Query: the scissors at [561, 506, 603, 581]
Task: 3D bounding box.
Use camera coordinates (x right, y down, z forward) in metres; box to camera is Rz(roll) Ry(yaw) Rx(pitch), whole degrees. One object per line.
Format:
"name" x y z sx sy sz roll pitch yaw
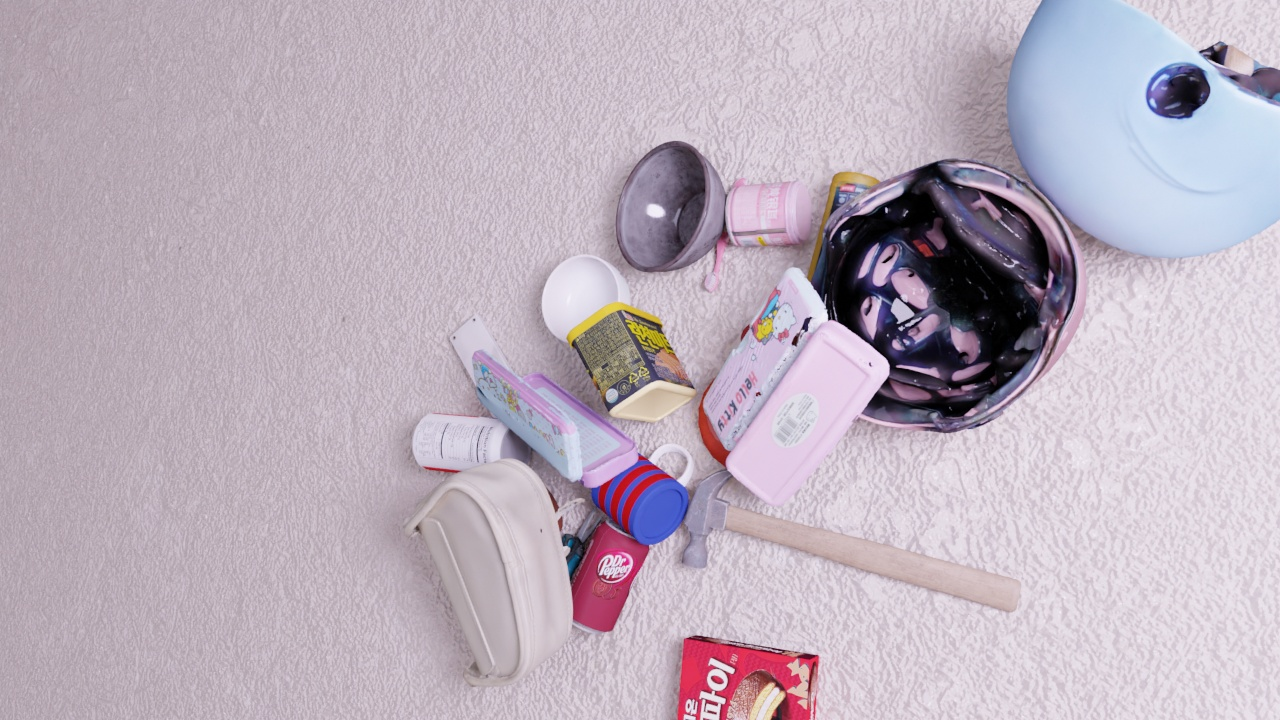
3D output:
"scissors" -0.092 0.237 1.041 0.151 0.019 0.120 -33 42 34

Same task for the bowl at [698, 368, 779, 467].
"bowl" 0.112 0.058 0.973 0.122 0.035 0.122 -5 79 25

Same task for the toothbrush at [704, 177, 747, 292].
"toothbrush" 0.095 -0.142 1.026 0.022 0.016 0.135 16 89 28

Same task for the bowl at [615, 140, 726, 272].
"bowl" 0.044 -0.161 1.013 0.145 0.067 0.144 -14 71 46

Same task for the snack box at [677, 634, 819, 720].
"snack box" 0.105 0.366 0.923 0.133 0.035 0.152 1 82 26

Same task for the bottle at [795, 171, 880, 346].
"bottle" 0.201 -0.098 0.945 0.053 0.053 0.186 14 88 27

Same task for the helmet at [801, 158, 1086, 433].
"helmet" 0.278 -0.057 0.843 0.256 0.152 0.230 -48 68 31

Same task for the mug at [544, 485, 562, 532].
"mug" -0.165 0.179 1.044 0.110 0.123 0.096 -40 30 10

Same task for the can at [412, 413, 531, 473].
"can" -0.203 0.102 1.100 0.132 0.070 0.070 3 82 26

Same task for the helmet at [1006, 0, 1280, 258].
"helmet" 0.410 -0.189 0.760 0.265 0.225 0.167 41 107 0

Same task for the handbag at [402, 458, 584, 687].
"handbag" -0.146 0.221 0.976 0.185 0.131 0.229 -21 90 38

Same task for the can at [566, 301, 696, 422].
"can" -0.006 0.006 0.988 0.073 0.130 0.101 -34 71 17

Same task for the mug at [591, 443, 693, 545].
"mug" 0.013 0.135 0.986 0.111 0.075 0.076 -39 43 -19

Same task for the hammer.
"hammer" 0.198 0.187 0.906 0.332 0.030 0.119 12 98 26

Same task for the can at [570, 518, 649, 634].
"can" -0.038 0.235 1.000 0.063 0.063 0.114 26 93 27

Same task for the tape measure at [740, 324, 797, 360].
"tape measure" 0.136 -0.018 0.972 0.051 0.019 0.059 -39 63 -14

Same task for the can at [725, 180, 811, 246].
"can" 0.138 -0.156 0.979 0.076 0.067 0.067 1 81 27

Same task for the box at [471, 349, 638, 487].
"box" -0.100 0.048 0.998 0.089 0.093 0.214 -28 37 -25

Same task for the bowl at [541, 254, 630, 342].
"bowl" -0.058 -0.067 1.068 0.105 0.054 0.105 -4 81 27

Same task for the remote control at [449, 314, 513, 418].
"remote control" -0.190 0.009 1.143 0.050 0.011 0.135 -39 67 15

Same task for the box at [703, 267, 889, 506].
"box" 0.131 0.030 0.873 0.155 0.058 0.202 49 131 26
